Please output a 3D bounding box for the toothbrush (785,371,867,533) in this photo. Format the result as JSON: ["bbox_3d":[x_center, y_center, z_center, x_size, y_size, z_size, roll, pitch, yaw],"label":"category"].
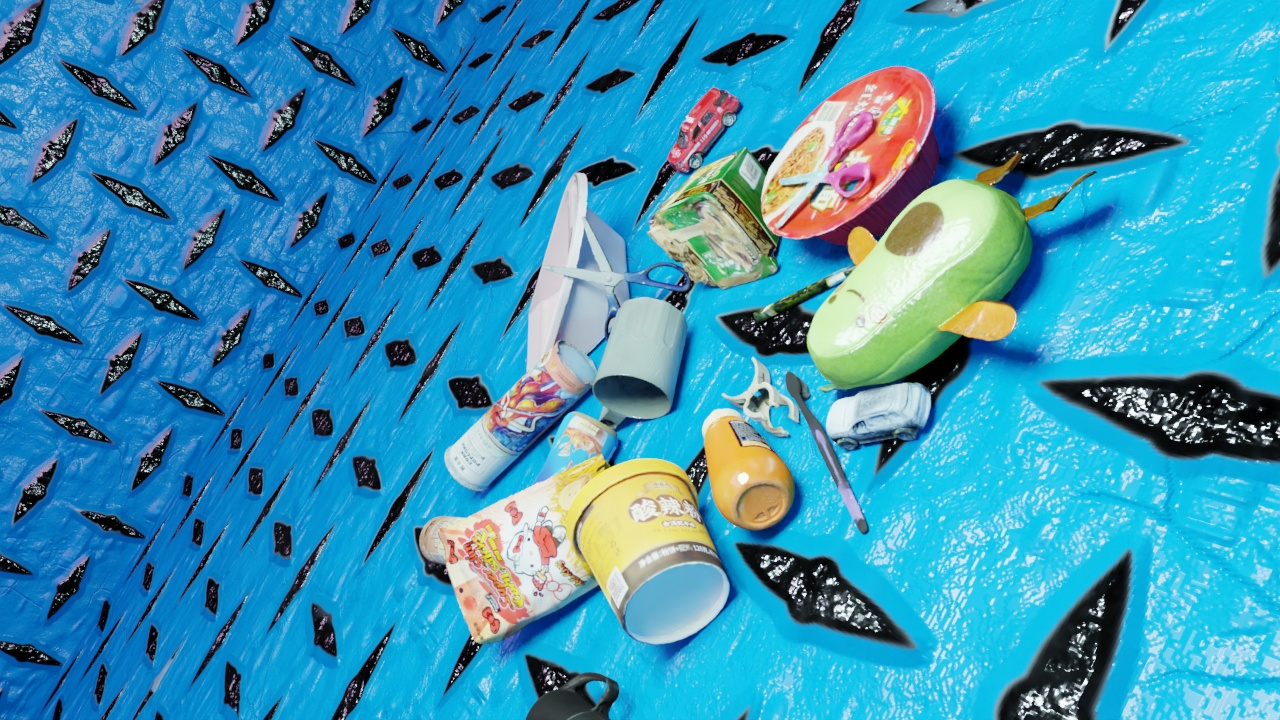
[{"bbox_3d":[0.152,0.070,0.750,0.014,0.016,0.188,-54,30,27],"label":"toothbrush"}]

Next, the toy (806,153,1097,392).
[{"bbox_3d":[0.222,-0.068,0.705,0.247,0.090,0.227,-47,23,8],"label":"toy"}]

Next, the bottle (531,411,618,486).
[{"bbox_3d":[-0.097,0.162,0.964,0.065,0.065,0.218,9,68,58],"label":"bottle"}]

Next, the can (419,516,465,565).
[{"bbox_3d":[-0.212,0.215,1.083,0.117,0.058,0.058,-10,53,52],"label":"can"}]

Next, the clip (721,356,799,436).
[{"bbox_3d":[0.110,0.034,0.827,0.070,0.034,0.100,-53,21,6],"label":"clip"}]

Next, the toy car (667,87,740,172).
[{"bbox_3d":[0.078,-0.300,1.193,0.120,0.045,0.053,-54,28,7],"label":"toy car"}]

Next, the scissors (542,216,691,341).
[{"bbox_3d":[-0.026,-0.084,1.050,0.012,0.176,0.162,-79,-12,-80],"label":"scissors"}]

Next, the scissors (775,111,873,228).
[{"bbox_3d":[0.169,-0.175,0.833,0.133,0.017,0.133,11,72,62],"label":"scissors"}]

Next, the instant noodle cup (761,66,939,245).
[{"bbox_3d":[0.206,-0.179,0.864,0.194,0.066,0.193,-35,36,31],"label":"instant noodle cup"}]

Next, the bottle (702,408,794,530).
[{"bbox_3d":[0.084,0.083,0.789,0.067,0.066,0.149,-48,23,13],"label":"bottle"}]

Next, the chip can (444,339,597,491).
[{"bbox_3d":[-0.146,0.069,1.123,0.215,0.071,0.071,-43,32,20],"label":"chip can"}]

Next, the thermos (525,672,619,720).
[{"bbox_3d":[-0.008,0.309,0.680,0.243,0.068,0.090,13,76,59],"label":"thermos"}]

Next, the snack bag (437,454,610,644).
[{"bbox_3d":[-0.099,0.184,0.896,0.208,0.073,0.128,-29,79,17],"label":"snack bag"}]

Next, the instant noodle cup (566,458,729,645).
[{"bbox_3d":[0.009,0.162,0.765,0.119,0.118,0.114,-48,38,14],"label":"instant noodle cup"}]

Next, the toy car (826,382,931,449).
[{"bbox_3d":[0.182,0.041,0.711,0.091,0.034,0.042,-18,49,49],"label":"toy car"}]

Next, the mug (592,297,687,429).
[{"bbox_3d":[-0.006,0.006,0.982,0.124,0.083,0.103,-48,23,55],"label":"mug"}]

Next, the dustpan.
[{"bbox_3d":[-0.116,-0.102,1.181,0.274,0.138,0.222,-40,33,24],"label":"dustpan"}]

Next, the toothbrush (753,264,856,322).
[{"bbox_3d":[0.176,-0.075,0.850,0.186,0.017,0.012,-27,77,40],"label":"toothbrush"}]

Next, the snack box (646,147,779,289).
[{"bbox_3d":[0.091,-0.157,0.974,0.118,0.118,0.105,-12,41,51],"label":"snack box"}]
